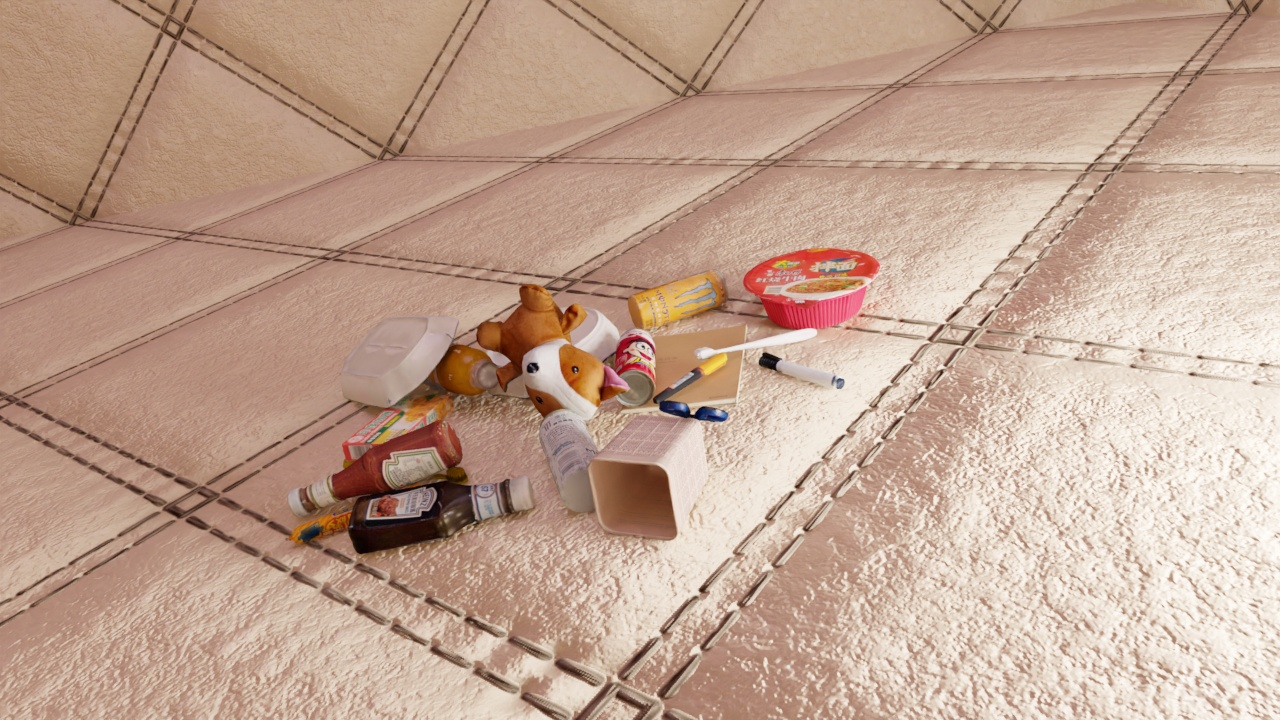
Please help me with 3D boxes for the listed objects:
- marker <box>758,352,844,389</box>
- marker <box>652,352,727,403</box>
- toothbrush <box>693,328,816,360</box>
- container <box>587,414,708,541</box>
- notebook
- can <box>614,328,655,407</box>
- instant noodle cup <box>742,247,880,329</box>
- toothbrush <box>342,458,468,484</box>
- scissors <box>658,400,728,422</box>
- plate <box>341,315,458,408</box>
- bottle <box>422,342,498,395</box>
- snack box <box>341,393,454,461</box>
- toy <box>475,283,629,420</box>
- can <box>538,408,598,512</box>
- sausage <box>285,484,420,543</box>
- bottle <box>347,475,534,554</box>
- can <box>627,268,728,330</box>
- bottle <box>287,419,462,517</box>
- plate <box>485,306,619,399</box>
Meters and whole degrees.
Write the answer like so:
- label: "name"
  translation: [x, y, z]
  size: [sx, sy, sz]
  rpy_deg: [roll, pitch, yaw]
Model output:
- label: "marker"
  translation: [0.201, 0.013, 1.155]
  size: [0.018, 0.023, 0.131]
  rpy_deg: [-22, 26, -36]
- label: "marker"
  translation: [0.064, 0.023, 1.173]
  size: [0.123, 0.015, 0.018]
  rpy_deg: [-32, 29, -28]
- label: "toothbrush"
  translation: [0.156, -0.023, 1.230]
  size: [0.180, 0.016, 0.016]
  rpy_deg: [-11, 24, -17]
- label: "container"
  translation: [0.013, 0.115, 0.950]
  size: [0.090, 0.090, 0.110]
  rpy_deg: [2, 26, 26]
- label: "notebook"
  translation: [0.063, 0.010, 1.231]
  size: [0.150, 0.012, 0.211]
  rpy_deg: [-6, 26, 14]
- label: "can"
  translation: [-0.007, 0.007, 1.195]
  size: [0.053, 0.053, 0.132]
  rpy_deg: [-9, 25, 5]
- label: "instant noodle cup"
  translation: [0.245, -0.098, 1.313]
  size: [0.194, 0.066, 0.193]
  rpy_deg: [-9, 25, 4]
- label: "toothbrush"
  translation: [-0.290, 0.132, 1.120]
  size: [0.190, 0.017, 0.015]
  rpy_deg: [3, 30, 27]
- label: "scissors"
  translation: [0.068, 0.063, 1.017]
  size: [0.125, 0.012, 0.173]
  rpy_deg: [4, -10, 30]
- label: "plate"
  translation: [-0.354, -0.011, 1.308]
  size: [0.266, 0.034, 0.161]
  rpy_deg: [6, 55, 55]
- label: "bottle"
  translation: [-0.252, 0.011, 1.263]
  size: [0.067, 0.068, 0.190]
  rpy_deg: [-28, 21, -30]
- label: "snack box"
  translation: [-0.312, 0.086, 1.197]
  size: [0.077, 0.027, 0.155]
  rpy_deg: [-3, 20, 17]
- label: "toy"
  translation: [-0.113, 0.000, 1.144]
  size: [0.140, 0.199, 0.130]
  rpy_deg: [-41, -23, 15]
- label: "can"
  translation: [-0.075, 0.110, 1.030]
  size: [0.058, 0.058, 0.146]
  rpy_deg: [-16, 26, -9]
- label: "sausage"
  translation: [-0.320, 0.174, 1.042]
  size: [0.165, 0.021, 0.021]
  rpy_deg: [-19, 27, -15]
- label: "bottle"
  translation: [-0.214, 0.162, 1.000]
  size: [0.195, 0.044, 0.079]
  rpy_deg: [-11, 27, 0]
- label: "can"
  translation: [0.056, -0.092, 1.385]
  size: [0.146, 0.058, 0.058]
  rpy_deg: [-19, 27, -15]
- label: "bottle"
  translation: [-0.311, 0.131, 1.072]
  size: [0.206, 0.060, 0.059]
  rpy_deg: [-22, 26, 2]
- label: "plate"
  translation: [-0.131, -0.018, 1.302]
  size: [0.205, 0.045, 0.204]
  rpy_deg: [-17, 25, 8]
